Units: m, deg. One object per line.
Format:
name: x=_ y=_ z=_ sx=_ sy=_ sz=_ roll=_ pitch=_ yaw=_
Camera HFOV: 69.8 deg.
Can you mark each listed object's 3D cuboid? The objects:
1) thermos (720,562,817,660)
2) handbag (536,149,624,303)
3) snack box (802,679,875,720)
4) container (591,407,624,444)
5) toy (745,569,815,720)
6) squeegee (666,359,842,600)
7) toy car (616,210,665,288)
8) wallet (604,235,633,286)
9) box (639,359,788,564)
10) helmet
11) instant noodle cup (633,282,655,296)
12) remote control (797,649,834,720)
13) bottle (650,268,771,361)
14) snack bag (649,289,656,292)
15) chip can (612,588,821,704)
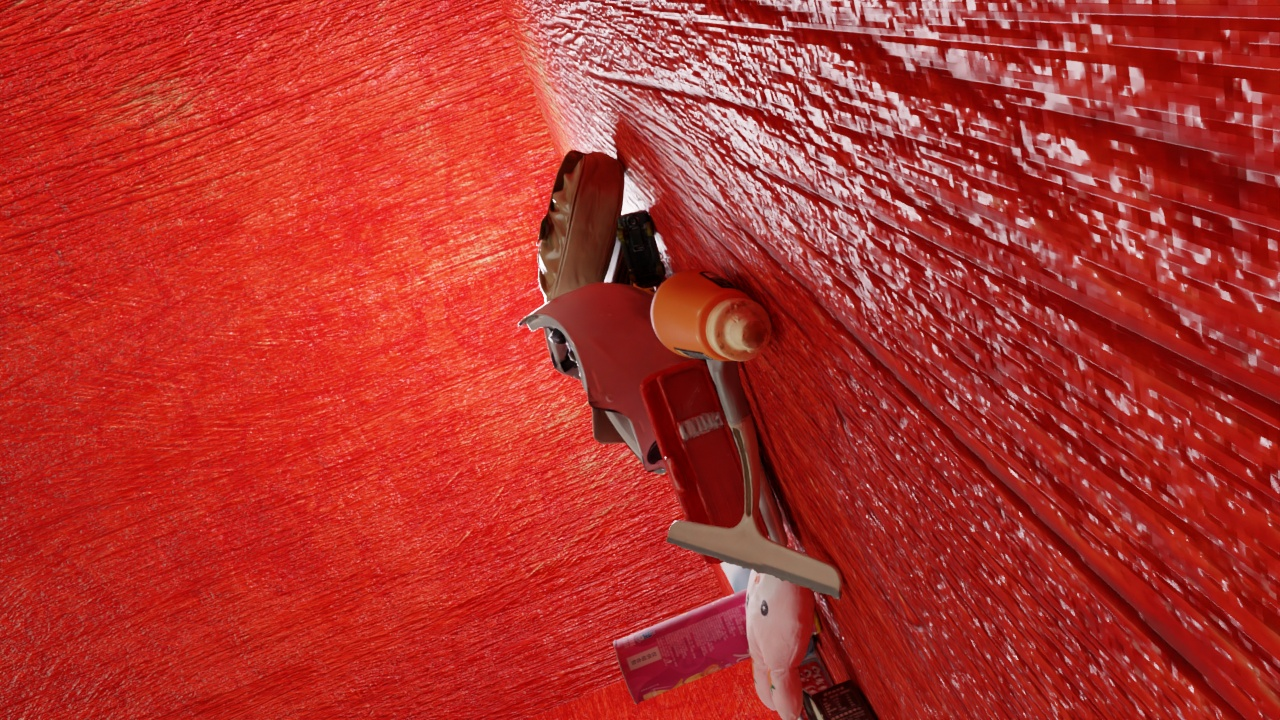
thermos: x=0.152 y=0.287 z=1.111 sx=0.220 sy=0.070 sz=0.070 roll=-121 pitch=9 yaw=-73
handbag: x=-0.079 y=-0.166 z=1.163 sx=0.147 sy=0.099 sz=0.205 roll=-96 pitch=20 yaw=-57
snack box: x=0.200 y=0.367 z=0.842 sx=0.125 sy=0.053 sz=0.113 roll=-114 pitch=2 yaw=-70
container: x=-0.021 y=0.049 z=1.262 sx=0.110 sy=0.090 sz=0.090 roll=-92 pitch=0 yaw=-67
toy: x=0.133 y=0.260 z=0.881 sx=0.121 sy=0.054 sz=0.159 roll=143 pitch=130 yaw=-76
squeegee: x=0.082 y=0.058 z=0.798 sx=0.247 sy=0.039 sz=0.246 roll=0 pitch=102 yaw=60
toy car: x=0.003 y=-0.128 z=1.059 sx=0.035 sy=0.042 sz=0.090 roll=-60 pitch=-43 yaw=-64
wallet: x=-0.025 y=-0.119 z=1.184 sx=0.101 sy=0.032 sz=0.125 roll=-113 pitch=37 yaw=-69
box: x=0.077 y=0.094 z=0.885 sx=0.102 sy=0.095 sz=0.201 roll=152 pitch=98 yaw=-77
helmet: x=-0.007 y=0.006 z=1.082 sx=0.229 sy=0.146 sz=0.259 roll=44 pitch=173 yaw=48
instant noodle cup: x=-0.009 y=-0.056 z=1.280 sx=0.123 sy=0.111 sz=0.112 roll=53 pitch=166 yaw=54
remote control: x=0.196 y=0.383 z=1.037 sx=0.135 sy=0.056 sz=0.020 roll=-113 pitch=1 yaw=-47
bottle: x=0.053 y=-0.027 z=0.640 sx=0.149 sy=0.066 sz=0.067 roll=-147 pitch=35 yaw=-73
snack bag: x=0.038 y=-0.046 z=1.167 sx=0.048 sy=0.026 sz=0.104 roll=-13 pitch=-99 yaw=-80
chip can: x=0.080 y=0.292 z=0.973 sx=0.071 sy=0.210 sz=0.071 roll=155 pitch=94 yaw=-89
